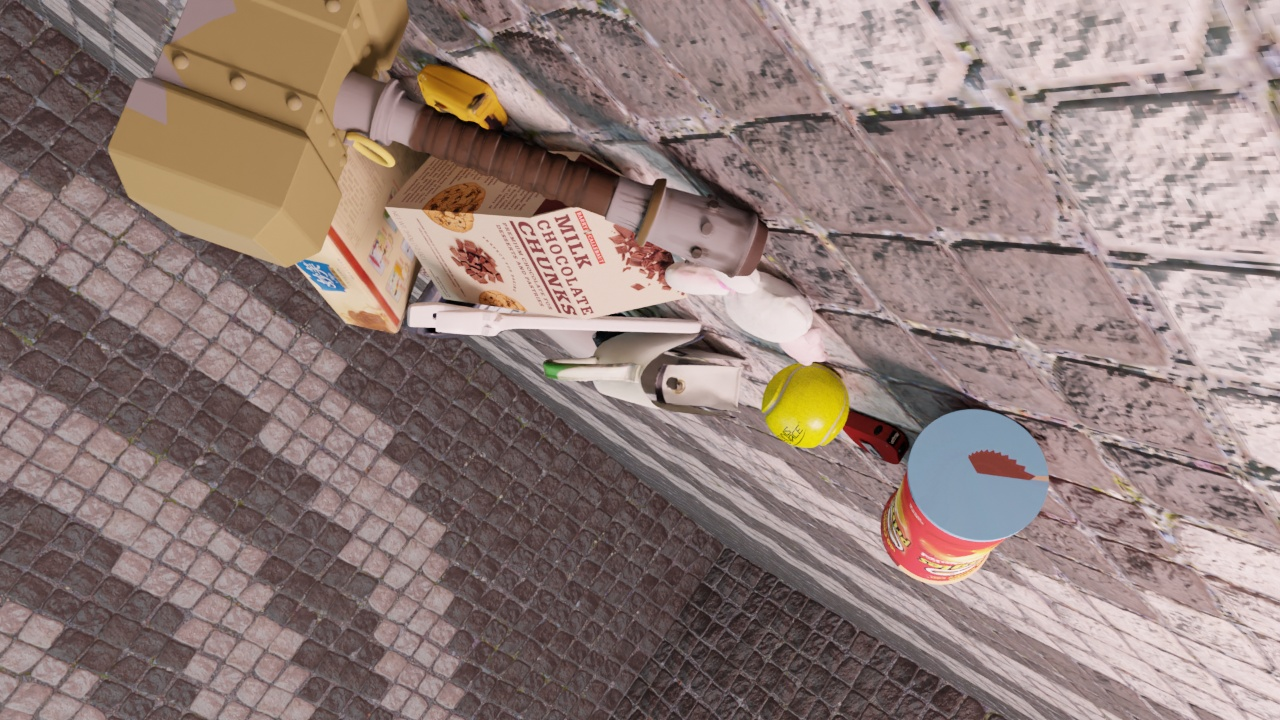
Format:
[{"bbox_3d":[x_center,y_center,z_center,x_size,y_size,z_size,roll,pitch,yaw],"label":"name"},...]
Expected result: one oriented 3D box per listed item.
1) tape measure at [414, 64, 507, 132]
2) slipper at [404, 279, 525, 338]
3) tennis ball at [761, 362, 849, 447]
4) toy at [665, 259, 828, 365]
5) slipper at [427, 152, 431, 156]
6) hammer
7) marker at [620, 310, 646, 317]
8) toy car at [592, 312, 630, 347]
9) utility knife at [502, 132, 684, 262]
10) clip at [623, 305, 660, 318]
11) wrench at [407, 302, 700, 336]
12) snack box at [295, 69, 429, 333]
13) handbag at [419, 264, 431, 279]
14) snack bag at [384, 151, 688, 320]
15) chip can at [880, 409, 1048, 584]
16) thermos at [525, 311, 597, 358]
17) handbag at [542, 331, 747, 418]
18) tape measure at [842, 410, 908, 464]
[{"bbox_3d":[-0.127,-0.180,0.656,0.068,0.030,0.059,32,168,25],"label":"tape measure"},{"bbox_3d":[-0.153,-0.063,0.924,0.083,0.111,0.267,38,-168,-1],"label":"slipper"},{"bbox_3d":[0.126,0.034,0.703,0.065,0.065,0.065,35,171,6],"label":"tennis ball"},{"bbox_3d":[0.080,-0.036,0.605,0.125,0.037,0.076,33,165,-24],"label":"toy"},{"bbox_3d":[-0.245,-0.178,0.973,0.116,0.069,0.276,35,172,-18],"label":"slipper"},{"bbox_3d":[-0.084,-0.117,0.511,0.325,0.190,0.101,19,173,-7],"label":"hammer"},{"bbox_3d":[-0.038,-0.067,0.953,0.142,0.013,0.013,32,170,18],"label":"marker"},{"bbox_3d":[-0.014,-0.013,1.030,0.034,0.046,0.112,20,164,44],"label":"toy car"},{"bbox_3d":[-0.044,-0.123,0.683,0.207,0.015,0.031,37,172,13],"label":"utility knife"},{"bbox_3d":[-0.014,-0.058,0.878,0.076,0.023,0.043,40,171,-15],"label":"clip"},{"bbox_3d":[-0.057,-0.031,0.746,0.272,0.018,0.066,0,-171,-38],"label":"wrench"},{"bbox_3d":[-0.236,-0.139,0.763,0.055,0.153,0.207,9,155,12],"label":"snack box"},{"bbox_3d":[-0.283,-0.144,1.018,0.185,0.047,0.124,30,-170,-44],"label":"handbag"},{"bbox_3d":[-0.068,-0.090,0.656,0.207,0.069,0.094,10,143,32],"label":"snack bag"},{"bbox_3d":[0.222,0.104,0.651,0.087,0.087,0.213,32,169,20],"label":"chip can"},{"bbox_3d":[-0.092,-0.049,1.103,0.224,0.052,0.052,34,171,11],"label":"thermos"},{"bbox_3d":[-0.005,0.005,0.864,0.175,0.074,0.151,6,-179,-21],"label":"handbag"},{"bbox_3d":[0.197,0.068,0.758,0.051,0.019,0.059,43,168,-35],"label":"tape measure"}]
